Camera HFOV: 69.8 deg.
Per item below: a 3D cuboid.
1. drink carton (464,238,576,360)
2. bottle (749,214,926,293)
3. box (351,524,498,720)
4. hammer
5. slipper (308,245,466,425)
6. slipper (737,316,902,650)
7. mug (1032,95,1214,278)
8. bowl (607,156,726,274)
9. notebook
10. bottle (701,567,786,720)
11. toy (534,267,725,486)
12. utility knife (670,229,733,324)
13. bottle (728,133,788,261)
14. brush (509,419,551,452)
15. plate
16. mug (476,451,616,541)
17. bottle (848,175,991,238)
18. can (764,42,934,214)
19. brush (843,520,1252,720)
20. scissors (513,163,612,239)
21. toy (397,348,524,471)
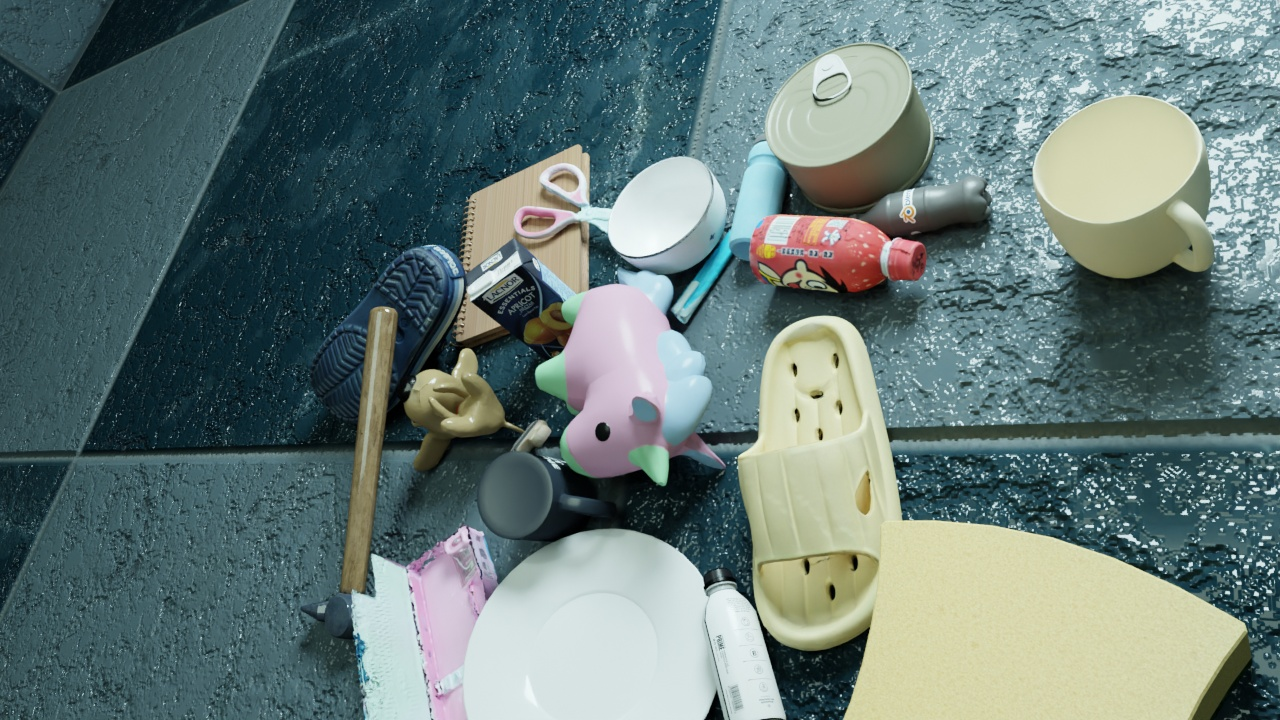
[{"bbox_3d":[-0.100,-0.053,0.863,0.064,0.130,0.040,-34,48,13],"label":"drink carton"},{"bbox_3d":[0.160,-0.085,0.742,0.138,0.062,0.062,12,71,40],"label":"bottle"},{"bbox_3d":[-0.165,0.239,0.749,0.086,0.105,0.230,-36,48,13],"label":"box"},{"bbox_3d":[-0.268,0.105,0.896,0.130,0.040,0.321,-3,78,37],"label":"hammer"},{"bbox_3d":[-0.259,-0.024,0.991,0.105,0.095,0.253,49,120,6],"label":"slipper"},{"bbox_3d":[0.124,0.070,0.665,0.111,0.079,0.260,-12,57,26],"label":"slipper"},{"bbox_3d":[0.328,-0.099,0.604,0.096,0.099,0.120,-41,49,10],"label":"mug"},{"bbox_3d":[0.032,-0.127,0.858,0.114,0.063,0.113,-19,52,27],"label":"bowl"},{"bbox_3d":[-0.132,-0.125,1.005,0.169,0.022,0.210,-19,54,25],"label":"notebook"},{"bbox_3d":[0.068,0.203,0.647,0.041,0.041,0.115,-29,50,19],"label":"bottle"},{"bbox_3d":[-0.005,0.004,0.781,0.171,0.120,0.221,-6,55,39],"label":"toy"},{"bbox_3d":[0.069,-0.087,0.842,0.022,0.015,0.124,32,82,41],"label":"utility knife"},{"bbox_3d":[0.111,-0.154,0.834,0.040,0.040,0.129,-2,63,35],"label":"bottle"},{"bbox_3d":[-0.096,0.068,0.809,0.039,0.012,0.151,-53,6,-11],"label":"brush"},{"bbox_3d":[-0.038,0.227,0.704,0.209,0.015,0.208,-11,51,13],"label":"plate"},{"bbox_3d":[-0.072,0.117,0.767,0.105,0.077,0.071,5,80,24],"label":"mug"},{"bbox_3d":[0.222,-0.120,0.736,0.110,0.036,0.036,-8,59,32],"label":"bottle"},{"bbox_3d":[0.180,-0.197,0.787,0.128,0.073,0.127,-18,54,26],"label":"can"},{"bbox_3d":[0.202,0.226,0.512,0.195,0.075,0.249,12,71,40],"label":"brush"},{"bbox_3d":[-0.054,-0.167,0.954,0.179,0.016,0.105,11,69,38],"label":"scissors"},{"bbox_3d":[-0.178,0.046,0.889,0.108,0.105,0.134,6,71,50],"label":"toy"}]
